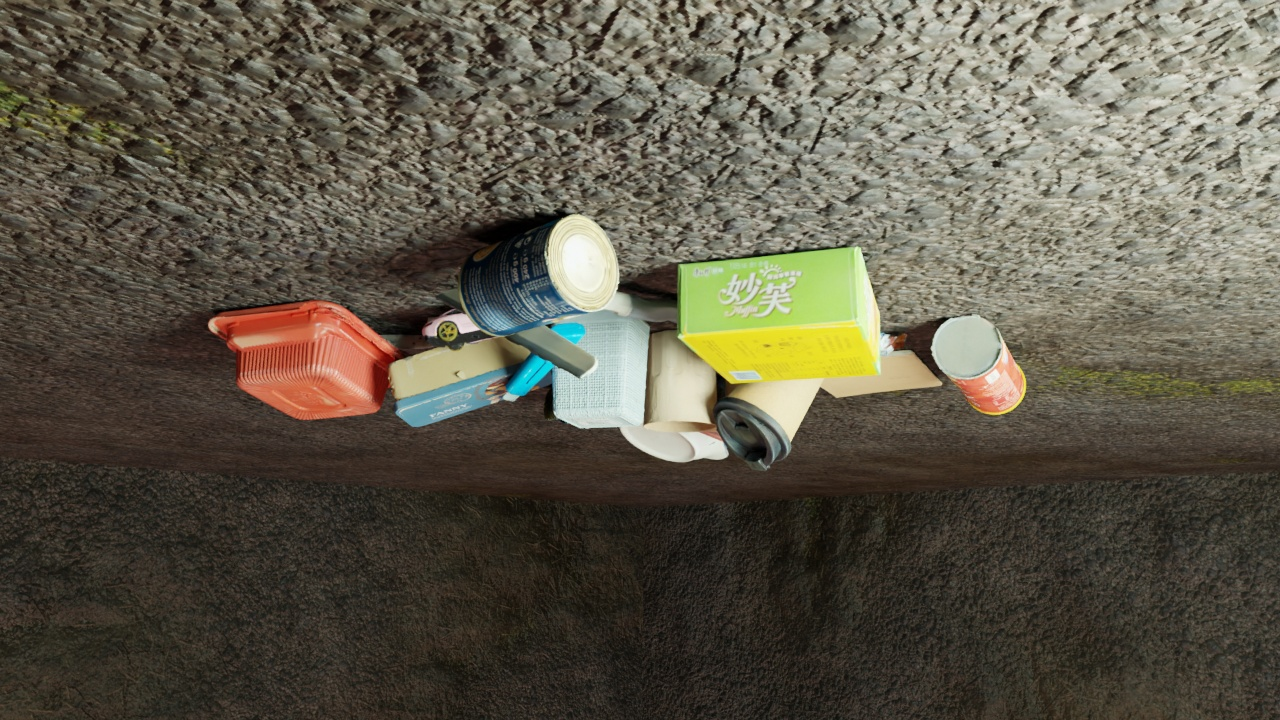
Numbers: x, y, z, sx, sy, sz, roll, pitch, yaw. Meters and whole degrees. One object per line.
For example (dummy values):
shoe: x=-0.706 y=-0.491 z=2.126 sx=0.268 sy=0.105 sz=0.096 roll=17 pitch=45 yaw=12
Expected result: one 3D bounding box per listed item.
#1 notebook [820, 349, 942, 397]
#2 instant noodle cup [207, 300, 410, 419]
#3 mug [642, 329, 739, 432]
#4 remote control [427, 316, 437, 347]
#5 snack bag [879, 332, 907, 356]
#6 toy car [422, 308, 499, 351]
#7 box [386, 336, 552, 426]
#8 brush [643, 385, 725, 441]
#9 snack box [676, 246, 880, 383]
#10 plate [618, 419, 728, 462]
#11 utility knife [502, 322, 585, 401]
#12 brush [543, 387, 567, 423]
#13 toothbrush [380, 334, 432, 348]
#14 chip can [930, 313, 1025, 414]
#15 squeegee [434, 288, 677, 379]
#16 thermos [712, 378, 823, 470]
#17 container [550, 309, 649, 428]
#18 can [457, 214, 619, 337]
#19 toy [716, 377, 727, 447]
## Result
notebook: x=0.300 y=0.018 z=1.201 sx=0.150 sy=0.012 sz=0.211 roll=-7 pitch=165 yaw=26
instant noodle cup: x=-0.353 y=0.006 z=0.994 sx=0.165 sy=0.079 sz=0.189 roll=-7 pitch=153 yaw=18
mug: x=0.063 y=0.027 z=1.040 sx=0.124 sy=0.103 sz=0.084 roll=7 pitch=166 yaw=-26
remote control: x=-0.202 y=-0.021 z=1.028 sx=0.056 sy=0.019 sz=0.135 roll=1 pitch=165 yaw=-5
snack bag: x=0.240 y=-0.016 z=1.017 sx=0.105 sy=0.026 sz=0.045 roll=-3 pitch=157 yaw=13
toy car: x=-0.159 y=-0.038 z=0.928 sx=0.122 sy=0.037 sz=0.056 roll=-11 pitch=171 yaw=-4
box: x=-0.188 y=0.017 z=0.994 sx=0.184 sy=0.059 sz=0.090 roll=-20 pitch=164 yaw=-1
brush: x=0.080 y=0.063 z=1.110 sx=0.146 sy=0.063 sz=0.069 roll=23 pitch=147 yaw=3
snack box: x=0.136 y=-0.034 z=0.848 sx=0.158 sy=0.070 sz=0.210 roll=-4 pitch=166 yaw=18
plate: x=0.029 y=0.092 z=1.217 sx=0.164 sy=0.034 sz=0.164 roll=12 pitch=149 yaw=24
utility knife: x=-0.104 y=0.007 z=0.925 sx=0.034 sy=0.018 sz=0.167 roll=0 pitch=154 yaw=-31
brush: x=-0.084 y=0.057 z=1.286 sx=0.073 sy=0.055 sz=0.144 roll=7 pitch=165 yaw=-24
toothbrush: x=-0.326 y=-0.021 z=1.049 sx=0.187 sy=0.016 sz=0.017 roll=1 pitch=175 yaw=0
chip can: x=0.379 y=0.009 z=1.019 sx=0.073 sy=0.073 sz=0.216 roll=-6 pitch=166 yaw=27
squeegee: x=-0.021 y=-0.045 z=0.847 sx=0.246 sy=0.039 sz=0.247 roll=-3 pitch=-161 yaw=-38
thermos: x=0.145 y=0.039 z=0.989 sx=0.093 sy=0.143 sz=0.093 roll=32 pitch=153 yaw=18
container: x=-0.042 y=0.010 z=0.958 sx=0.090 sy=0.111 sz=0.090 roll=-3 pitch=166 yaw=15
can: x=-0.079 y=-0.064 z=0.715 sx=0.111 sy=0.075 sz=0.075 roll=-12 pitch=162 yaw=43
toy: x=0.139 y=0.072 z=1.261 sx=0.138 sy=0.091 sz=0.356 roll=-3 pitch=168 yaw=4
